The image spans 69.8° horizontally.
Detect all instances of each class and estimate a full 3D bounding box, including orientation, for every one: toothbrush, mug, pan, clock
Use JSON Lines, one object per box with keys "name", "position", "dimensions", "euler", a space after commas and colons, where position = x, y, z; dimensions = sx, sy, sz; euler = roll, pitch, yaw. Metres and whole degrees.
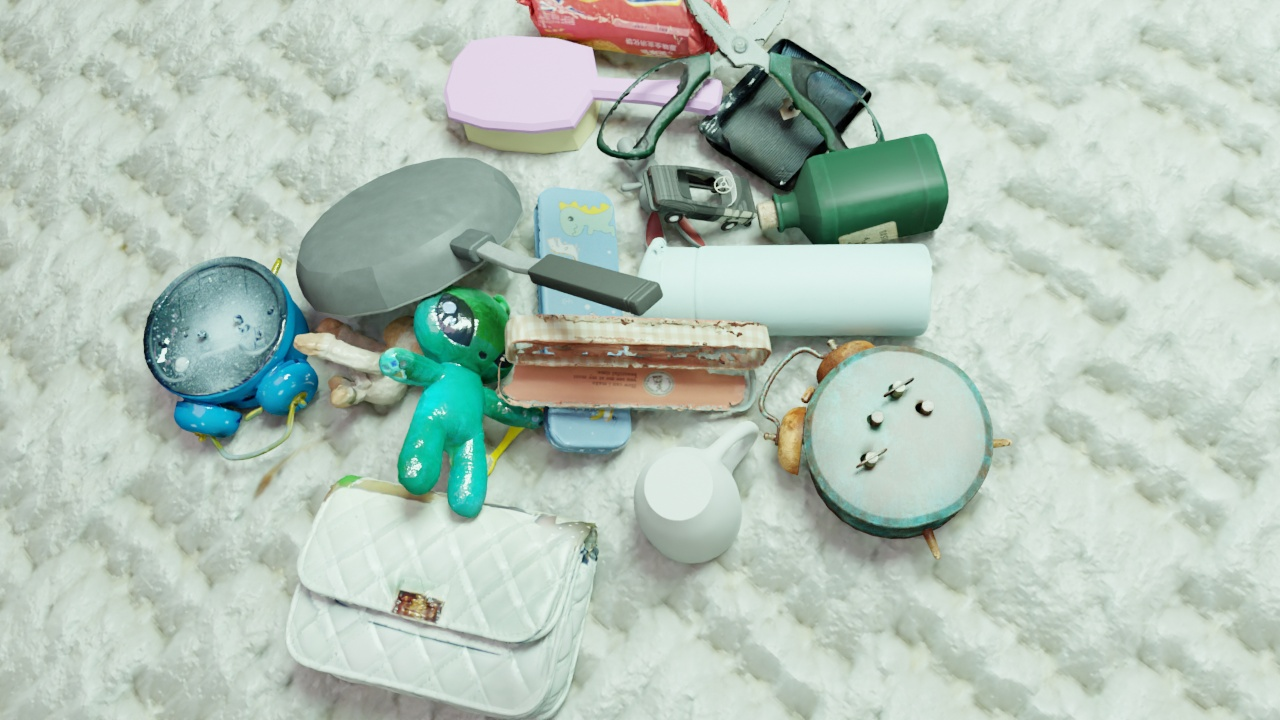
{"name": "toothbrush", "position": [-0.081, 0.037, 0.683], "dimensions": [0.021, 0.016, 0.135], "euler": [37, 80, 17]}
{"name": "mug", "position": [0.042, 0.079, 0.608], "dimensions": [0.071, 0.089, 0.107], "euler": [39, 80, 19]}
{"name": "pan", "position": [-0.117, -0.080, 0.624], "dimensions": [0.358, 0.041, 0.178], "euler": [20, 52, 44]}
{"name": "clock", "position": [0.154, 0.046, 0.612], "dimensions": [0.158, 0.073, 0.121], "euler": [32, 78, 19]}
{"name": "clock", "position": [-0.314, -0.002, 0.712], "dimensions": [0.117, 0.060, 0.161], "euler": [-17, 70, 1]}

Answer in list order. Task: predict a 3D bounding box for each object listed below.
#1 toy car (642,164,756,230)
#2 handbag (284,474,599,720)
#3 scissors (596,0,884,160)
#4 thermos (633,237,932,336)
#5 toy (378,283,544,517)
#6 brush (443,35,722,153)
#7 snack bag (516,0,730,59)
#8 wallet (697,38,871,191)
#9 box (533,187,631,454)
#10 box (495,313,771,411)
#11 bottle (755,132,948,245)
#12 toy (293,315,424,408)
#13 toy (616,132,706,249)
{"name": "toy car", "position": [0.047, -0.126, 0.693], "dimensions": [0.092, 0.037, 0.040], "euler": [2, 65, -30]}
{"name": "handbag", "position": [-0.133, 0.157, 0.618], "dimensions": [0.195, 0.072, 0.138], "euler": [8, 70, 11]}
{"name": "scissors", "position": [0.073, -0.195, 0.699], "dimensions": [0.202, 0.015, 0.201], "euler": [-42, 85, -2]}
{"name": "thermos", "position": [0.098, -0.050, 0.659], "dimensions": [0.207, 0.065, 0.078], "euler": [0, 113, 9]}
{"name": "toy", "position": [-0.130, 0.014, 0.642], "dimensions": [0.073, 0.130, 0.193], "euler": [-25, 47, 36]}
{"name": "brush", "position": [-0.046, -0.215, 0.753], "dimensions": [0.229, 0.043, 0.089], "euler": [7, 72, 11]}
{"name": "snack bag", "position": [-0.010, -0.295, 0.760], "dimensions": [0.176, 0.082, 0.082], "euler": [12, 73, 12]}
{"name": "wallet", "position": [0.114, -0.194, 0.728], "dimensions": [0.089, 0.026, 0.115], "euler": [39, 80, 19]}
{"name": "box", "position": [-0.043, -0.035, 0.678], "dimensions": [0.065, 0.037, 0.209], "euler": [5, 66, -26]}
{"name": "box", "position": [-0.004, 0.003, 0.631], "dimensions": [0.187, 0.085, 0.048], "euler": [1, 49, -12]}
{"name": "bottle", "position": [0.152, -0.119, 0.677], "dimensions": [0.131, 0.061, 0.061], "euler": [-11, 67, 5]}
{"name": "toy", "position": [-0.193, -0.004, 0.684], "dimensions": [0.106, 0.085, 0.074], "euler": [-9, 90, -4]}
{"name": "toy", "position": [0.013, -0.129, 0.720], "dimensions": [0.049, 0.030, 0.111], "euler": [-17, 74, -13]}
